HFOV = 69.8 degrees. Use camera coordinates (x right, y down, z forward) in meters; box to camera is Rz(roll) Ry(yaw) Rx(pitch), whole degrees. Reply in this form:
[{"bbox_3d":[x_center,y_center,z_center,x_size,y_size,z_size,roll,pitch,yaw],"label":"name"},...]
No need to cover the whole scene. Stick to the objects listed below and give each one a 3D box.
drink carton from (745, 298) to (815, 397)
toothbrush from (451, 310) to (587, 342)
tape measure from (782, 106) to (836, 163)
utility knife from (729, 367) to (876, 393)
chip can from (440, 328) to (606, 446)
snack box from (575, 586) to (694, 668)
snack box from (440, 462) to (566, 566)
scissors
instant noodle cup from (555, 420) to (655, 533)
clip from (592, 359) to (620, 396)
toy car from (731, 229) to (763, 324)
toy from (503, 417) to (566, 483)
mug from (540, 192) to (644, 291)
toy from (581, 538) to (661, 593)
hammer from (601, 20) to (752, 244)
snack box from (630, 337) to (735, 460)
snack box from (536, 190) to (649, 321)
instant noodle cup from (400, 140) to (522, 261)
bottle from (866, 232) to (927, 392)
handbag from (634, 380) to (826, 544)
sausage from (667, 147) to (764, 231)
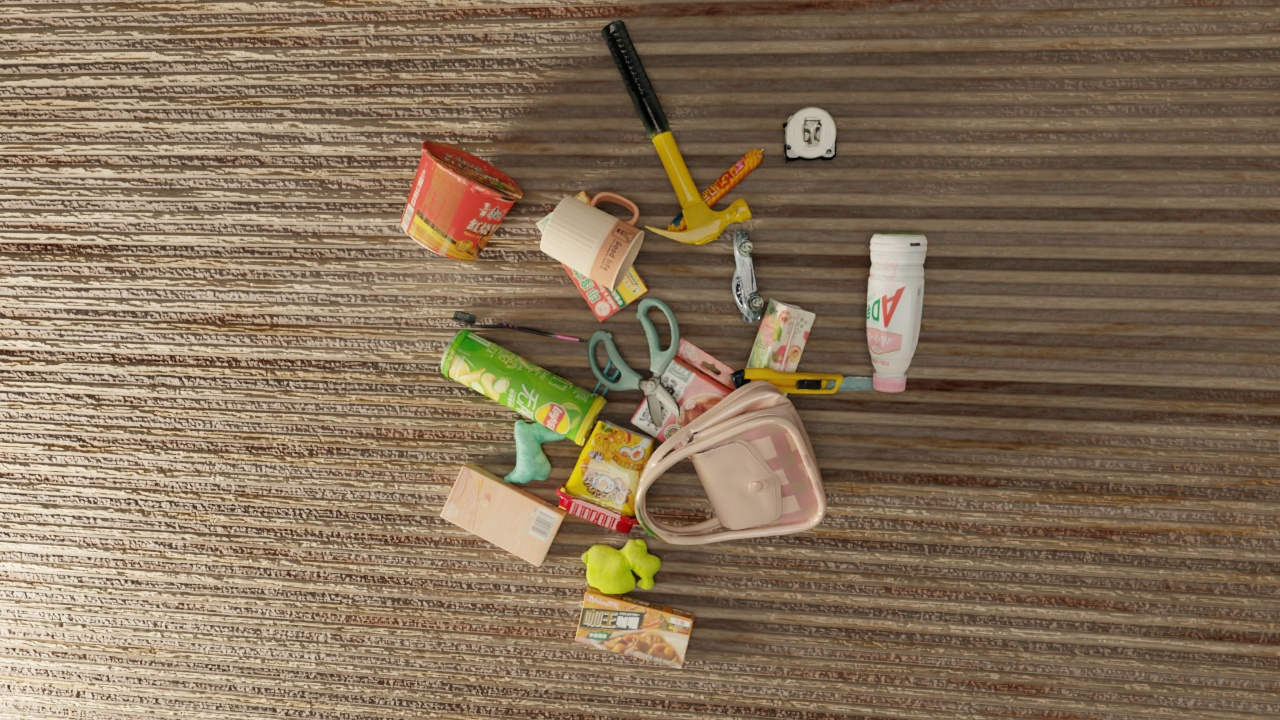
[{"bbox_3d":[0.176,-0.012,1.172,0.053,0.045,0.122,14,100,-27],"label":"drink carton"},{"bbox_3d":[-0.163,-0.044,1.239,0.189,0.014,0.018,10,88,6],"label":"toothbrush"},{"bbox_3d":[0.211,-0.281,1.144,0.066,0.033,0.066,-2,98,6],"label":"tape measure"},{"bbox_3d":[0.214,0.027,1.159,0.216,0.015,0.033,1,108,-15],"label":"utility knife"},{"bbox_3d":[-0.158,0.033,1.219,0.221,0.072,0.073,27,100,4],"label":"chip can"},{"bbox_3d":[-0.008,0.369,1.269,0.154,0.026,0.075,13,99,6],"label":"snack box"},{"bbox_3d":[-0.190,0.213,1.272,0.157,0.026,0.084,27,101,4],"label":"snack box"},{"bbox_3d":[-0.010,0.011,1.194,0.171,0.019,0.177,-11,80,26],"label":"scissors"},{"bbox_3d":[-0.037,0.149,1.205,0.116,0.116,0.123,20,88,5],"label":"instant noodle cup"},{"bbox_3d":[-0.045,0.026,1.232,0.047,0.014,0.057,32,103,2],"label":"clip"},{"bbox_3d":[0.133,-0.106,1.168,0.037,0.054,0.120,-8,96,7],"label":"toy car"},{"bbox_3d":[-0.144,0.122,1.252,0.096,0.030,0.092,-5,99,3],"label":"toy"},{"bbox_3d":[-0.053,-0.161,1.151,0.106,0.082,0.114,28,73,5],"label":"mug"},{"bbox_3d":[-0.027,0.285,1.258,0.100,0.031,0.096,-41,88,7],"label":"toy"},{"bbox_3d":[0.024,-0.285,1.156,0.129,0.032,0.300,-24,89,11],"label":"hammer"},{"bbox_3d":[0.067,0.054,1.205,0.113,0.044,0.127,31,100,3],"label":"snack box"},{"bbox_3d":[-0.062,-0.136,1.204,0.077,0.027,0.156,-33,92,11],"label":"snack box"},{"bbox_3d":[-0.237,-0.200,1.172,0.138,0.137,0.109,32,109,2],"label":"instant noodle cup"},{"bbox_3d":[0.317,-0.059,1.145,0.068,0.068,0.197,2,101,7],"label":"bottle"},{"bbox_3d":[0.104,0.150,1.145,0.234,0.093,0.193,-23,122,4],"label":"handbag"},{"bbox_3d":[0.095,-0.214,1.174,0.165,0.021,0.021,-41,91,11],"label":"sausage"}]
